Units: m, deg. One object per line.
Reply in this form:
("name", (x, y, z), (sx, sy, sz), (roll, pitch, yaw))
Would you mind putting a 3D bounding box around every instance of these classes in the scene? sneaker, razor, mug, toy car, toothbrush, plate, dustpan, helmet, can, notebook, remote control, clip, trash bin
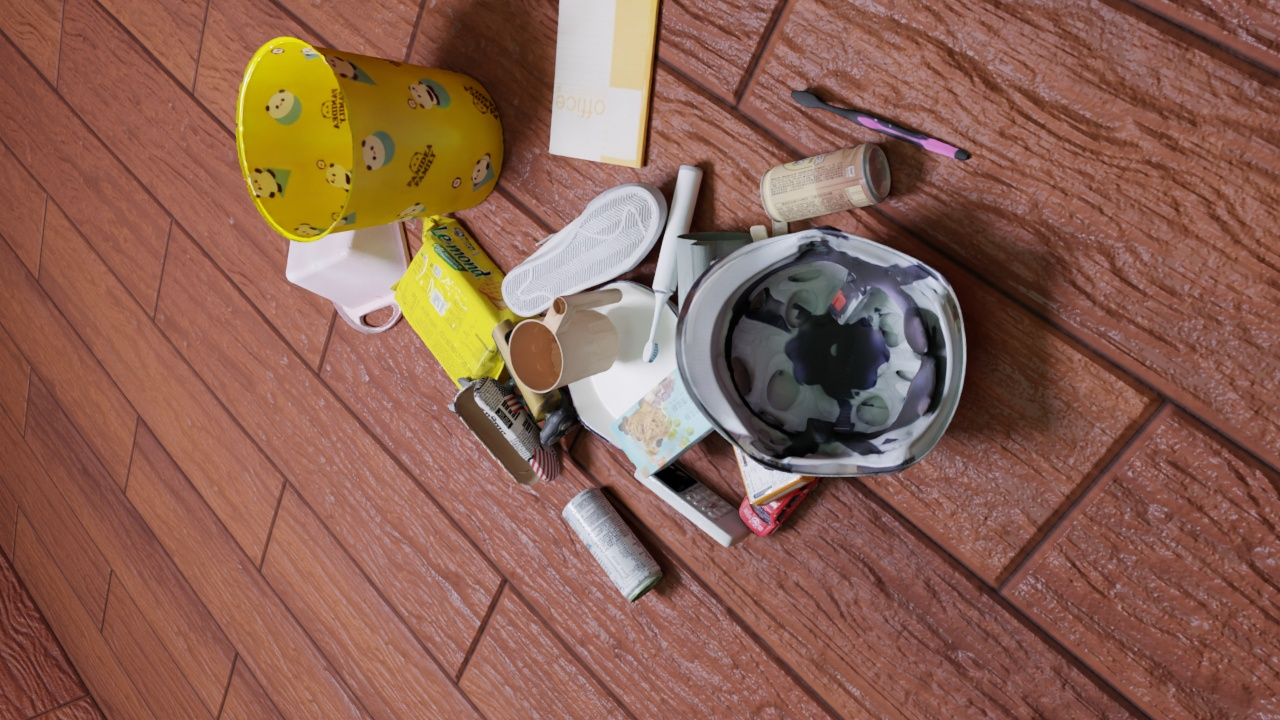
("sneaker", (-0.056, -0.132, 1.083), (0.243, 0.090, 0.089), (-30, 98, 32))
("razor", (-0.134, 0.025, 1.155), (0.167, 0.062, 0.068), (61, 151, -7))
("mug", (-0.078, -0.029, 1.051), (0.084, 0.103, 0.125), (43, 123, 23))
("toy car", (0.151, 0.146, 1.011), (0.053, 0.045, 0.121), (46, 126, 22))
("toothbrush", (0.032, -0.105, 1.015), (0.027, 0.026, 0.221), (14, 92, 38))
("plate", (-0.007, 0.006, 1.099), (0.205, 0.045, 0.205), (11, 107, 37))
("dustpan", (-0.432, -0.189, 1.407), (0.223, 0.138, 0.273), (-10, 66, 40))
("helmet", (0.172, -0.007, 0.878), (0.259, 0.145, 0.229), (8, 91, 15))
("can", (-0.035, 0.232, 1.165), (0.146, 0.058, 0.058), (49, 125, 18))
("mug", (0.075, -0.079, 0.969), (0.084, 0.123, 0.103), (4, 106, 17))
("can", (0.181, -0.173, 0.903), (0.116, 0.058, 0.058), (-7, 96, 38))
("notebook", (-0.045, -0.337, 1.070), (0.146, 0.010, 0.206), (18, 111, 34))
("remote control", (0.062, 0.161, 1.073), (0.150, 0.058, 0.021), (35, 117, 26))
("clip", (0.140, -0.097, 0.959), (0.034, 0.065, 0.099), (2, 113, 37))
("trash bin", (-0.326, -0.272, 1.146), (0.230, 0.254, 0.230), (10, 106, 35))
("toothbrush", (0.228, -0.228, 0.886), (0.189, 0.017, 0.014), (29, 118, 26))

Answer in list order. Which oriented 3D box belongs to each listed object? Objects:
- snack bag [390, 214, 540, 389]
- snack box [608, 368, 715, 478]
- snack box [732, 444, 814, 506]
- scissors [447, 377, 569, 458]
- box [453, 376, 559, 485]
("snack bag", (-0.248, -0.070, 1.254), (0.246, 0.068, 0.158), (48, 125, 20))
("snack box", (0.048, 0.054, 1.006), (0.175, 0.051, 0.074), (-43, 77, 35))
("snack box", (0.131, 0.071, 0.986), (0.075, 0.026, 0.153), (-36, 57, 38))
("scissors", (-0.163, 0.071, 1.221), (0.182, 0.019, 0.170), (-32, 106, 25))
("box", (-0.162, 0.092, 1.172), (0.163, 0.076, 0.087), (54, 162, -15))
